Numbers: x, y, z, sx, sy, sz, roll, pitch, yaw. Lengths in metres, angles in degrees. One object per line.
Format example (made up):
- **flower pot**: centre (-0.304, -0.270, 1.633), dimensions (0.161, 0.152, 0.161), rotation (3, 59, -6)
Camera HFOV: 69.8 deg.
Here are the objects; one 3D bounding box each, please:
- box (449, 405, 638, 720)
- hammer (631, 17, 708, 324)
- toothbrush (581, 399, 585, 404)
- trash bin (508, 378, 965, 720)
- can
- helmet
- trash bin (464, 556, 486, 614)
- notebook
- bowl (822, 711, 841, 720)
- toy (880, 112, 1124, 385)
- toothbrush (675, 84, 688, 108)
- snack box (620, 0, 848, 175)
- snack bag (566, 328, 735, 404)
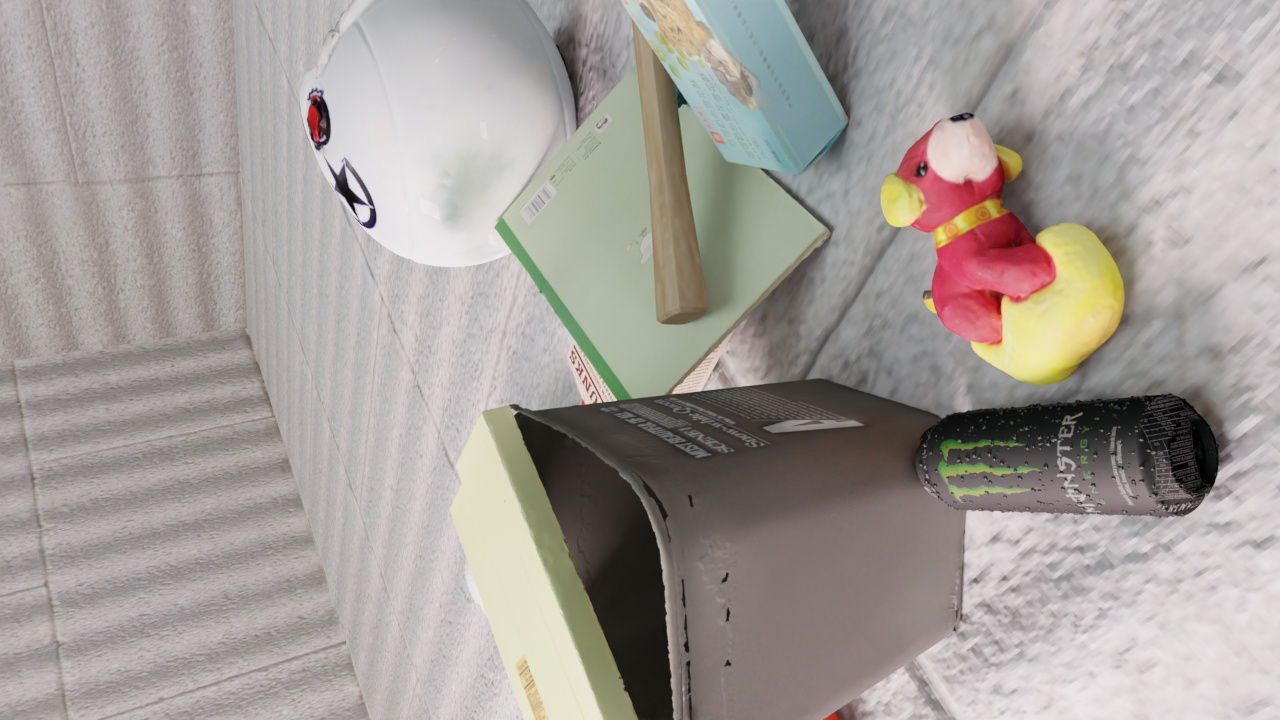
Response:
- **box**: centre (-0.065, 0.136, 0.516), dimensions (0.187, 0.024, 0.138), rotation (65, 150, 23)
- **hammer**: centre (0.012, -0.184, 0.627), dimensions (0.118, 0.051, 0.322), rotation (-27, 66, 59)
- **toothbrush**: centre (-0.047, 0.002, 0.889), dimensions (0.012, 0.017, 0.213), rotation (53, 142, 38)
- **trash bin**: centre (0.057, 0.112, 0.542), dimensions (0.197, 0.219, 0.197), rotation (21, 118, 56)
- **can**: centre (0.198, 0.047, 0.442), dimensions (0.138, 0.053, 0.054), rotation (-14, 88, 61)
- **helmet**: centre (-0.154, -0.192, 0.795), dimensions (0.163, 0.236, 0.265), rotation (53, 148, 30)
- **trash bin**: centre (-0.091, 0.185, 0.930), dimensions (0.162, 0.133, 0.133), rotation (-53, 55, 47)
- **notebook**: centre (-0.002, -0.097, 0.674), dimensions (0.182, 0.010, 0.252), rotation (-46, 51, 10)
- **bowl**: centre (0.117, 0.290, 0.677), dimensions (0.130, 0.045, 0.131), rotation (29, 125, 53)
- **toy**: centre (0.173, -0.051, 0.455), dimensions (0.137, 0.067, 0.106), rotation (59, 150, 9)
- **toothbrush**: centre (0.051, -0.258, 0.621), dimensions (0.017, 0.016, 0.190), rotation (59, 144, 36)
- **snack box**: centre (0.047, -0.188, 0.532), dimensions (0.174, 0.053, 0.075), rotation (50, 169, -35)
- **snack bag**: centre (-0.005, 0.004, 0.764), dimensions (0.094, 0.069, 0.207), rotation (61, 146, 30)
